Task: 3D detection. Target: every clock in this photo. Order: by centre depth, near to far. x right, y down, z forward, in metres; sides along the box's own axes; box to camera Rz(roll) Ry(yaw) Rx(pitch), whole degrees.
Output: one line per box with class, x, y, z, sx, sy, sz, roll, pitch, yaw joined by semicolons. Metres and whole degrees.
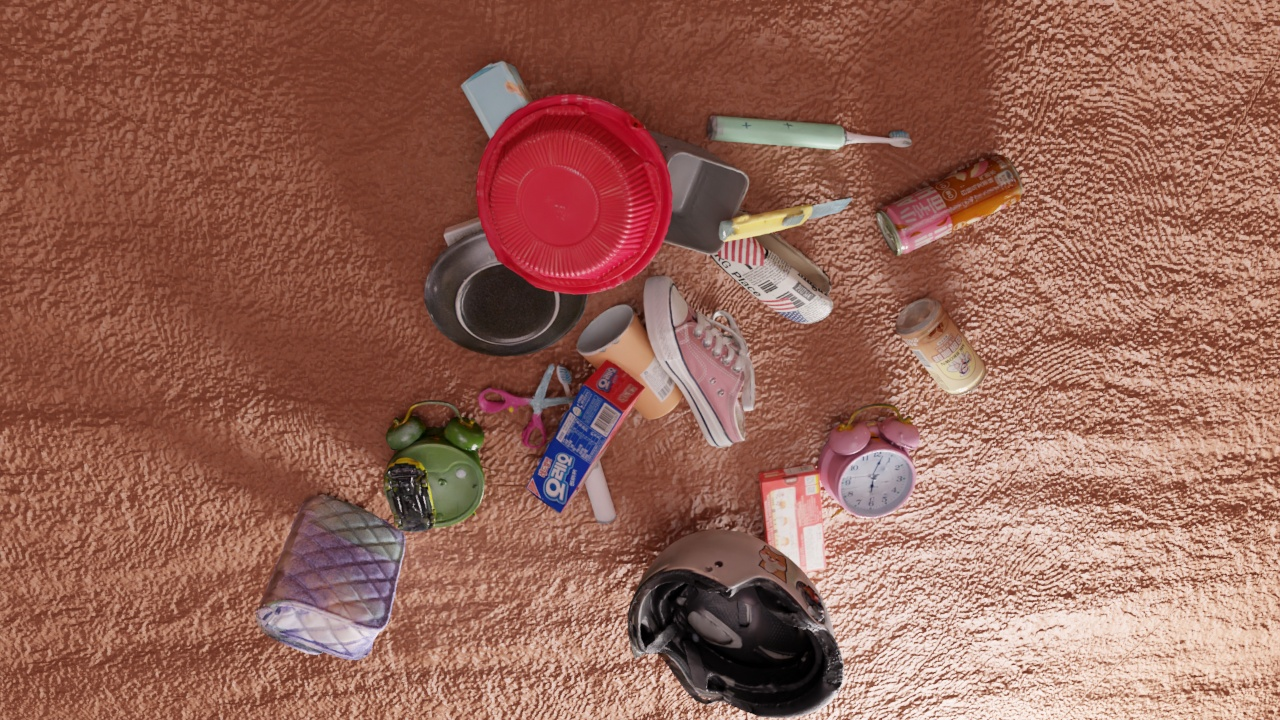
clock;-0.242;0.121;1.086;0.116;0.056;0.161;1;115;-7
clock;0.286;0.123;1.141;0.117;0.059;0.159;-3;113;-6

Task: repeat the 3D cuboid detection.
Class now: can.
can;0.340;-0.171;1.012;0.147;0.057;0.058;-25;115;5
can;0.355;-0.016;1.085;0.058;0.058;0.116;-39;112;12

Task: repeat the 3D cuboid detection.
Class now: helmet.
helmet;0.123;0.311;1.152;0.274;0.156;0.231;31;126;-11

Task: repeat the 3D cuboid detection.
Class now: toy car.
toy car;-0.263;0.154;1.051;0.048;0.032;0.105;-4;126;-4

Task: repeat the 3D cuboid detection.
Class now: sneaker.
sneaker;0.081;-0.002;1.038;0.088;0.118;0.241;-16;123;21

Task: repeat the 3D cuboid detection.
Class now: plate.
plate;-0.144;-0.066;1.000;0.179;0.024;0.180;-6;132;-7

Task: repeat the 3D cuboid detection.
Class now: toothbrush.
toothbrush;0.183;-0.241;0.981;0.224;0.027;0.027;2;150;-7
toothbrush;-0.068;0.103;1.113;0.026;0.026;0.221;-33;121;-34

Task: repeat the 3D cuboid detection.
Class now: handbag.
handbag;-0.352;0.250;1.058;0.134;0.193;0.076;29;111;-18

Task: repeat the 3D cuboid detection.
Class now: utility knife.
utility knife;0.153;-0.151;0.962;0.220;0.022;0.031;-23;150;-43

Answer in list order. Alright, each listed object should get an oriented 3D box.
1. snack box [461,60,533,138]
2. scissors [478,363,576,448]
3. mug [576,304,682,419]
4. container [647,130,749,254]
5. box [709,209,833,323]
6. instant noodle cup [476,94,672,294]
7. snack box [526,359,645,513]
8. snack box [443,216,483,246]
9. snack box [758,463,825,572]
snack box;-0.110;-0.209;0.920;0.052;0.074;0.175;-28;102;6
scissors;-0.123;0.058;1.079;0.133;0.017;0.130;-6;121;13
mug;-0.006;0.006;1.051;0.078;0.078;0.123;-34;118;9
container;0.039;-0.177;0.941;0.090;0.114;0.090;13;113;-24
box;0.144;-0.093;1.015;0.163;0.083;0.075;35;113;-22
instant noodle cup;-0.069;-0.148;0.857;0.194;0.065;0.194;3;109;8
snack box;-0.067;0.092;1.044;0.057;0.058;0.208;35;132;5
snack box;-0.126;-0.128;1.000;0.157;0.026;0.085;-19;115;3
snack box;0.197;0.209;1.190;0.075;0.025;0.153;-9;115;-1
